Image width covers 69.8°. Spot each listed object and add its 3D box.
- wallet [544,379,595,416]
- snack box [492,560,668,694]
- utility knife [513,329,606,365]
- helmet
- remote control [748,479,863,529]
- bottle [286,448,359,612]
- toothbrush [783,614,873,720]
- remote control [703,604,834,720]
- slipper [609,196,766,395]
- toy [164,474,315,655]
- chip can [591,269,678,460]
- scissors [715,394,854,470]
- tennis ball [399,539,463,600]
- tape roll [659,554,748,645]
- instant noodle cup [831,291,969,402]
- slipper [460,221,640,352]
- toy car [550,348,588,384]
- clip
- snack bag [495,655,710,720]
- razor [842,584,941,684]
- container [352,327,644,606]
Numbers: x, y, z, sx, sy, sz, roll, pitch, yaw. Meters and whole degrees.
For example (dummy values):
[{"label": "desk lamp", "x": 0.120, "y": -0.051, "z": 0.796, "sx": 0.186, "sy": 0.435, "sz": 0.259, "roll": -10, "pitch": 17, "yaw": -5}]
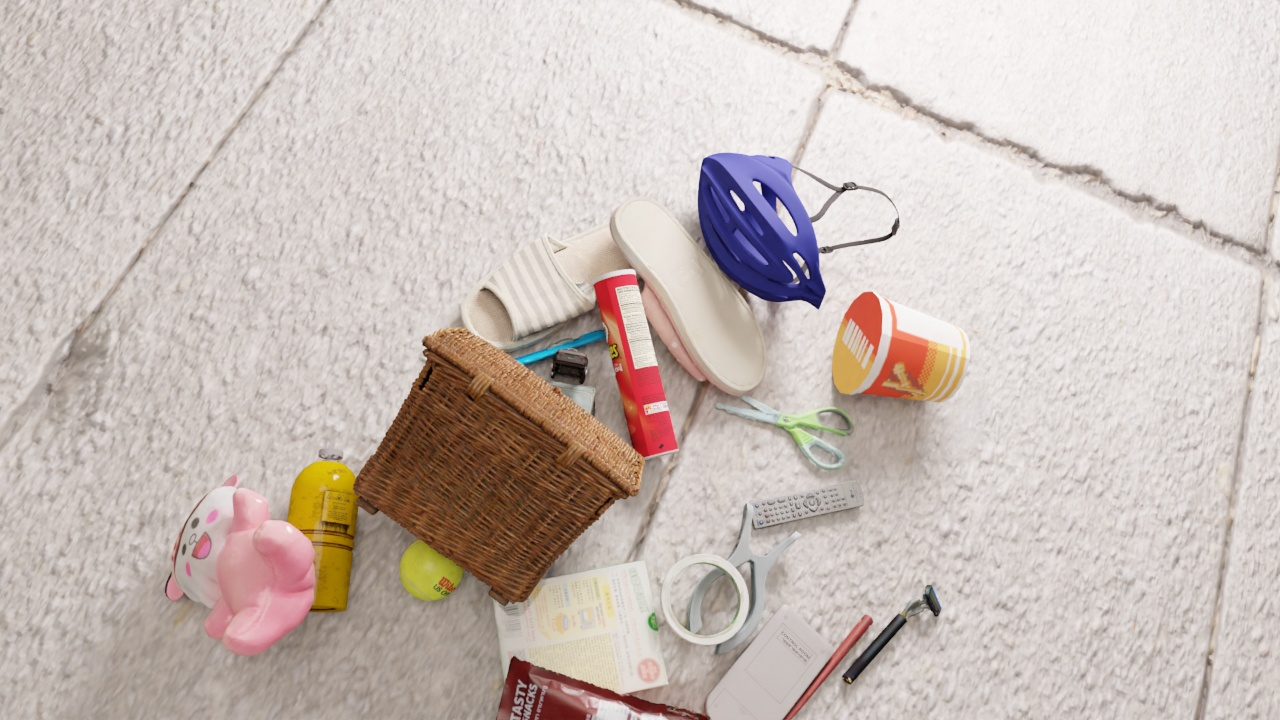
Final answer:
[{"label": "wallet", "x": -0.119, "y": 0.064, "z": 1.039, "sx": 0.131, "sy": 0.054, "sz": 0.100, "roll": 8, "pitch": 67, "yaw": 0}, {"label": "snack box", "x": -0.065, "y": 0.292, "z": 0.968, "sx": 0.168, "sy": 0.027, "sz": 0.131, "roll": -8, "pitch": 72, "yaw": -11}, {"label": "utility knife", "x": -0.081, "y": -0.020, "z": 1.089, "sx": 0.185, "sy": 0.031, "sz": 0.015, "roll": -18, "pitch": 108, "yaw": -18}, {"label": "helmet", "x": 0.188, "y": -0.175, "z": 1.118, "sx": 0.227, "sy": 0.148, "sz": 0.241, "roll": -18, "pitch": 63, "yaw": -12}, {"label": "remote control", "x": 0.192, "y": 0.166, "z": 1.060, "sx": 0.136, "sy": 0.013, "sz": 0.033, "roll": -10, "pitch": 73, "yaw": -11}, {"label": "bottle", "x": -0.331, "y": 0.174, "z": 0.953, "sx": 0.071, "sy": 0.071, "sz": 0.163, "roll": 3, "pitch": 69, "yaw": -7}, {"label": "toothbrush", "x": 0.193, "y": 0.350, "z": 0.989, "sx": 0.016, "sy": 0.016, "sz": 0.189, "roll": 44, "pitch": 69, "yaw": 5}, {"label": "remote control", "x": 0.135, "y": 0.341, "z": 0.982, "sx": 0.074, "sy": 0.019, "sz": 0.150, "roll": 42, "pitch": 69, "yaw": 9}, {"label": "slipper", "x": 0.054, "y": -0.075, "z": 1.107, "sx": 0.114, "sy": 0.055, "sz": 0.274, "roll": -32, "pitch": 87, "yaw": -30}, {"label": "toy", "x": -0.390, "y": 0.194, "z": 0.890, "sx": 0.213, "sy": 0.084, "sz": 0.142, "roll": 9, "pitch": 81, "yaw": 42}, {"label": "chip can", "x": -0.006, "y": 0.006, "z": 1.051, "sx": 0.051, "sy": 0.052, "sz": 0.214, "roll": -12, "pitch": 84, "yaw": -13}, {"label": "scissors", "x": 0.174, "y": 0.064, "z": 1.100, "sx": 0.175, "sy": 0.032, "sz": 0.092, "roll": 30, "pitch": 71, "yaw": 0}, {"label": "tennis ball", "x": -0.217, "y": 0.216, "z": 0.955, "sx": 0.065, "sy": 0.065, "sz": 0.065, "roll": 3, "pitch": 69, "yaw": -7}, {"label": "tape roll", "x": 0.068, "y": 0.254, "z": 0.976, "sx": 0.094, "sy": 0.018, "sz": 0.093, "roll": 1, "pitch": 74, "yaw": -5}, {"label": "instant noodle cup", "x": 0.312, "y": -0.008, "z": 1.094, "sx": 0.121, "sy": 0.124, "sz": 0.123, "roll": 13, "pitch": 67, "yaw": -11}, {"label": "slipper", "x": -0.090, "y": -0.100, "z": 1.105, "sx": 0.272, "sy": 0.054, "sz": 0.114, "roll": -31, "pitch": 72, "yaw": -20}, {"label": "toy car", "x": -0.079, "y": 0.002, "z": 1.042, "sx": 0.040, "sy": 0.092, "sz": 0.037, "roll": 11, "pitch": 80, "yaw": -4}, {"label": "clip", "x": 0.125, "y": 0.252, "z": 1.007, "sx": 0.115, "sy": 0.028, "sz": 0.163, "roll": 30, "pitch": 73, "yaw": 3}, {"label": "snack bag", "x": -0.044, "y": 0.386, "z": 0.907, "sx": 0.208, "sy": 0.066, "sz": 0.139, "roll": 13, "pitch": 90, "yaw": -3}, {"label": "razor", "x": 0.275, "y": 0.305, "z": 1.017, "sx": 0.144, "sy": 0.022, "sz": 0.043, "roll": -37, "pitch": 118, "yaw": -15}, {"label": "container", "x": -0.148, "y": 0.109, "z": 0.933, "sx": 0.250, "sy": 0.162, "sz": 0.183, "roll": 36, "pitch": 96, "yaw": -1}]
